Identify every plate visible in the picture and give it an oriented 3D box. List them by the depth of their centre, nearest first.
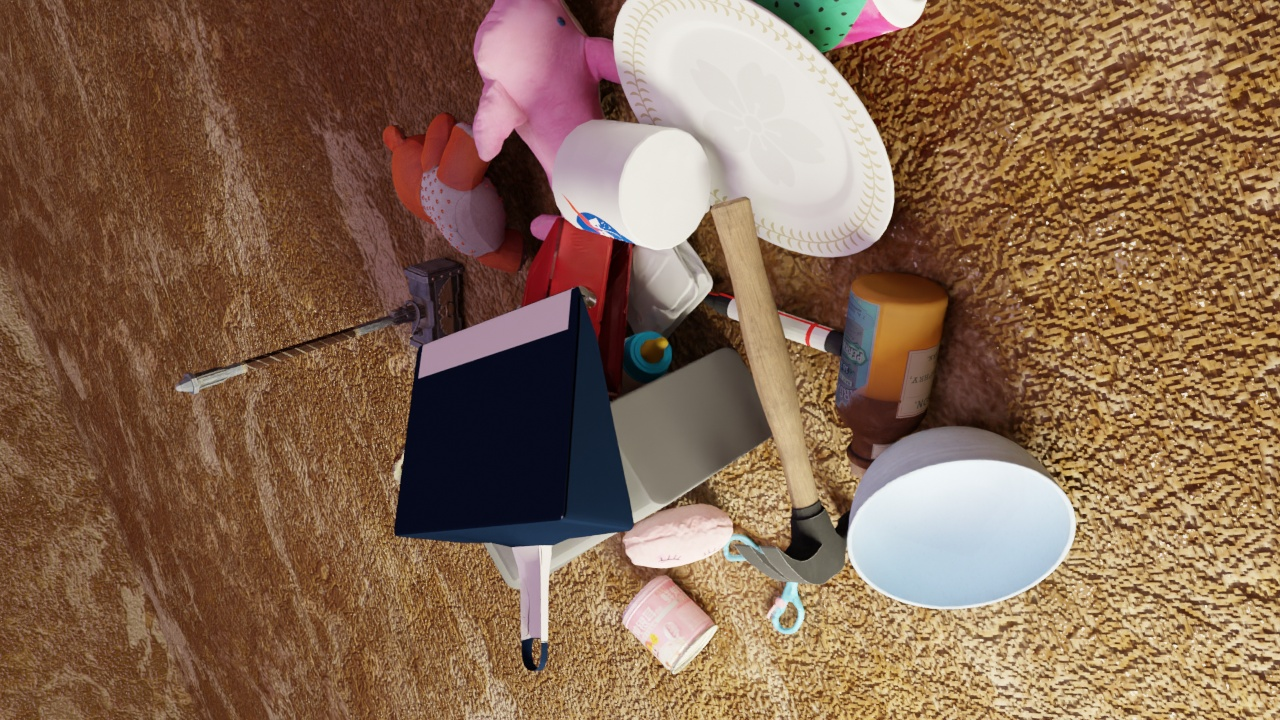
[{"bbox_3d":[0.079,-0.168,0.656,0.242,0.016,0.243,38,164,13],"label":"plate"}]

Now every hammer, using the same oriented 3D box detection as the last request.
[{"bbox_3d":[0.104,0.025,0.717,0.040,0.132,0.305,-7,101,46],"label":"hammer"},{"bbox_3d":[-0.321,-0.023,0.954,0.044,0.321,0.099,22,121,35],"label":"hammer"}]

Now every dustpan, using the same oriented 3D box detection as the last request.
[{"bbox_3d":[-0.102,0.105,0.738,0.237,0.080,0.272,-15,66,45],"label":"dustpan"}]

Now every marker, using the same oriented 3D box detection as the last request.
[{"bbox_3d":[0.107,-0.034,0.766,0.146,0.019,0.019,23,122,35],"label":"marker"}]

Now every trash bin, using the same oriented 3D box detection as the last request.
[{"bbox_3d":[-0.017,0.096,0.818,0.221,0.191,0.097,-37,81,44],"label":"trash bin"}]

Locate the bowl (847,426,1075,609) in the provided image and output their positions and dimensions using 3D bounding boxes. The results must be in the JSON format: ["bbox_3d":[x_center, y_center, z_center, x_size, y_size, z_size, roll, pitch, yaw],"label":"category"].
[{"bbox_3d":[0.222,0.101,0.659,0.150,0.074,0.151,3,127,4],"label":"bowl"}]

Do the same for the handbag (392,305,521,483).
[{"bbox_3d":[-0.172,0.041,0.958,0.132,0.183,0.230,60,152,10],"label":"handbag"}]

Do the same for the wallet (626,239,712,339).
[{"bbox_3d":[0.012,-0.068,0.821,0.086,0.032,0.116,58,146,16],"label":"wallet"}]

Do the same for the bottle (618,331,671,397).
[{"bbox_3d":[-0.005,0.005,0.831,0.051,0.051,0.146,60,154,5],"label":"bottle"}]

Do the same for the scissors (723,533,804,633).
[{"bbox_3d":[0.125,0.187,0.853,0.126,0.015,0.136,31,121,29],"label":"scissors"}]

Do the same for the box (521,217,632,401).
[{"bbox_3d":[-0.060,-0.028,0.824,0.129,0.086,0.158,135,145,-63],"label":"box"}]

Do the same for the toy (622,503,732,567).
[{"bbox_3d":[0.031,0.171,0.875,0.105,0.108,0.053,122,135,-65],"label":"toy"}]

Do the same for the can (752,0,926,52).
[{"bbox_3d":[0.106,-0.251,0.623,0.166,0.088,0.088,-2,106,44],"label":"can"}]

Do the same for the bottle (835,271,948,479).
[{"bbox_3d":[0.181,0.018,0.684,0.068,0.067,0.157,22,121,35],"label":"bottle"}]

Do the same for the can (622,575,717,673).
[{"bbox_3d":[0.029,0.268,0.935,0.076,0.067,0.067,41,131,22],"label":"can"}]

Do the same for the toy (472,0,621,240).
[{"bbox_3d":[-0.087,-0.211,0.796,0.187,0.127,0.266,-2,117,38],"label":"toy"}]

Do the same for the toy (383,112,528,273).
[{"bbox_3d":[-0.186,-0.173,0.922,0.172,0.092,0.164,34,155,42],"label":"toy"}]

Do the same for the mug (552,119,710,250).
[{"bbox_3d":[0.004,-0.139,0.735,0.090,0.121,0.091,23,101,47],"label":"mug"}]
